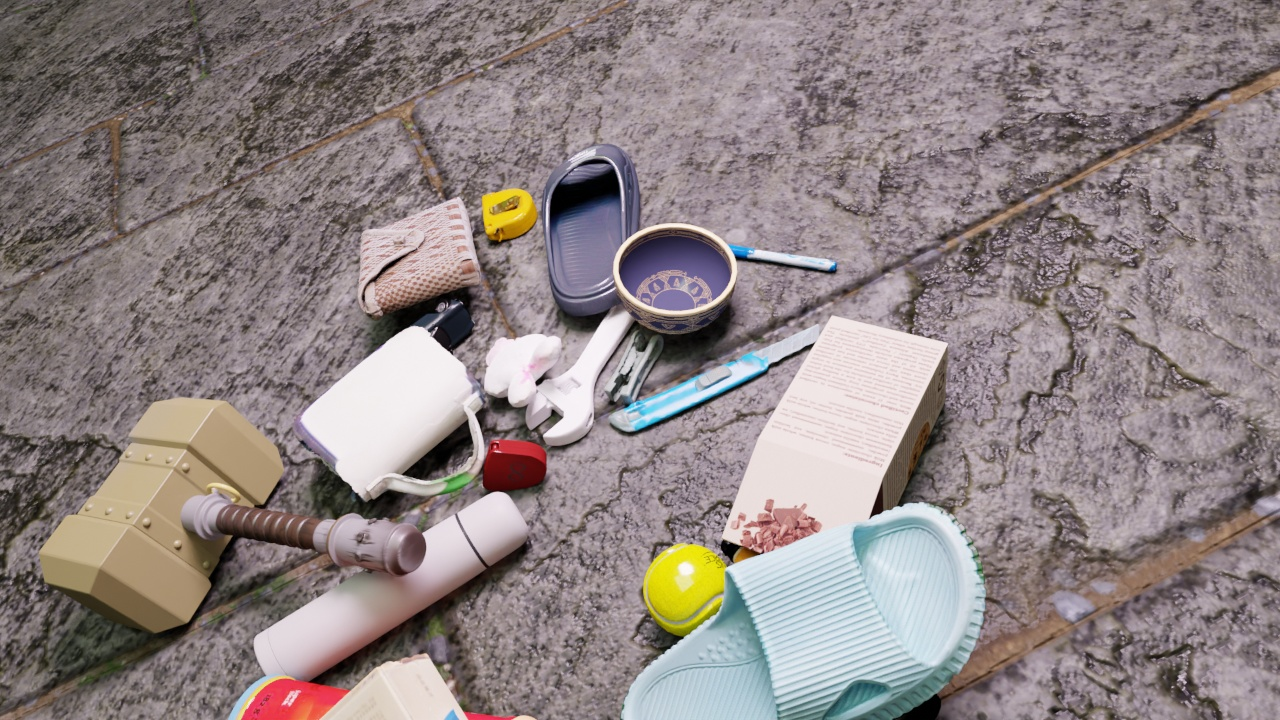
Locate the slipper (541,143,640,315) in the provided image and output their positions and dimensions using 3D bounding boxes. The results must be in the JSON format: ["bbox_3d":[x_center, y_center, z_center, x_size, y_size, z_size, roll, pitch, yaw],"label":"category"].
[{"bbox_3d":[-0.061,-0.159,0.951,0.111,0.083,0.267,-14,44,9],"label":"slipper"}]

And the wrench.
[{"bbox_3d":[-0.026,-0.030,0.881,0.066,0.018,0.272,14,56,27],"label":"wrench"}]

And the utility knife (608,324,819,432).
[{"bbox_3d":[0.069,0.015,0.814,0.207,0.015,0.031,-25,53,-5],"label":"utility knife"}]

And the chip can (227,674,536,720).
[{"bbox_3d":[-0.175,0.273,0.630,0.214,0.087,0.086,2,52,21],"label":"chip can"}]

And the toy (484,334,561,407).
[{"bbox_3d":[-0.113,0.005,0.855,0.076,0.037,0.125,-52,27,-12],"label":"toy"}]

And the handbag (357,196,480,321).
[{"bbox_3d":[-0.239,-0.115,0.975,0.124,0.047,0.185,-20,33,-3],"label":"handbag"}]

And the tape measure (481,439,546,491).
[{"bbox_3d":[-0.107,0.091,0.787,0.051,0.059,0.019,8,48,-15],"label":"tape measure"}]

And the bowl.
[{"bbox_3d":[0.032,-0.067,0.857,0.112,0.061,0.112,0,53,0],"label":"bowl"}]

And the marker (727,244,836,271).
[{"bbox_3d":[0.122,-0.102,0.895,0.142,0.013,0.013,12,56,26],"label":"marker"}]

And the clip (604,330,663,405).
[{"bbox_3d":[-0.005,0.005,0.841,0.043,0.023,0.075,13,59,25],"label":"clip"}]

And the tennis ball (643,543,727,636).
[{"bbox_3d":[0.035,0.166,0.663,0.065,0.065,0.065,-9,49,11],"label":"tennis ball"}]

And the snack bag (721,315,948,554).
[{"bbox_3d":[0.150,0.069,0.692,0.094,0.070,0.205,16,53,29],"label":"snack bag"}]

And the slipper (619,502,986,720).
[{"bbox_3d":[0.085,0.185,0.567,0.277,0.069,0.116,-37,57,20],"label":"slipper"}]

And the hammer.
[{"bbox_3d":[-0.310,0.136,0.752,0.325,0.101,0.189,2,52,29],"label":"hammer"}]

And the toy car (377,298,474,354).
[{"bbox_3d":[-0.215,-0.015,0.910,0.112,0.046,0.034,-39,49,-13],"label":"toy car"}]

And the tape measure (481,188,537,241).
[{"bbox_3d":[-0.146,-0.164,1.023,0.059,0.030,0.068,-17,49,6],"label":"tape measure"}]

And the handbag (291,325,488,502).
[{"bbox_3d":[-0.200,0.068,0.817,0.176,0.074,0.151,32,66,36],"label":"handbag"}]

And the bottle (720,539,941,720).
[{"bbox_3d":[0.117,0.182,0.627,0.059,0.059,0.181,-35,49,-12],"label":"bottle"}]

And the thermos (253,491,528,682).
[{"bbox_3d":[-0.194,0.181,0.735,0.224,0.052,0.052,-31,49,-9],"label":"thermos"}]

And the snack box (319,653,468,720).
[{"bbox_3d":[-0.170,0.302,0.547,0.207,0.055,0.153,-43,69,10],"label":"snack box"}]
